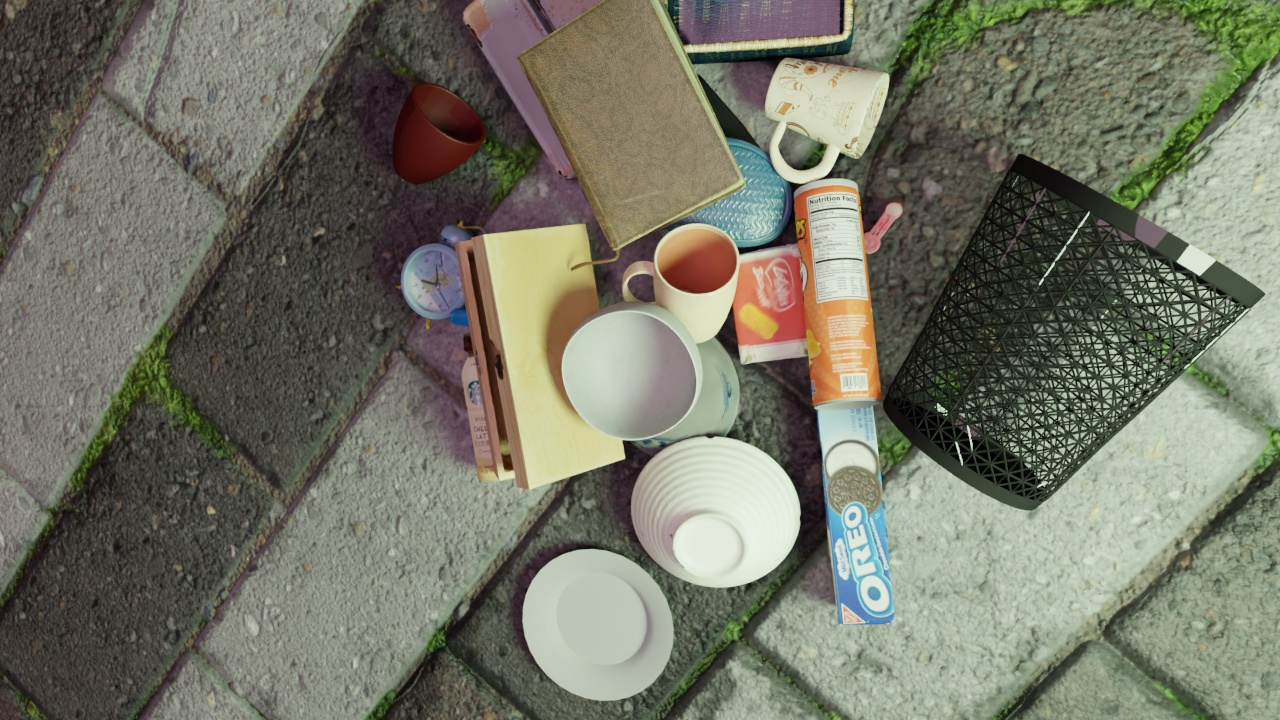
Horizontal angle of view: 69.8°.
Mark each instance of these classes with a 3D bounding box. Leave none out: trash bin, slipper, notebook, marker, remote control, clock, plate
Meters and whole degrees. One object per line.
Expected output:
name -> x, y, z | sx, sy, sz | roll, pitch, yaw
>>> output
trash bin -> 0.349, -0.016, 0.796 | 0.217, 0.216, 0.244 | 34, 110, 8
slipper -> 0.047, -0.176, 0.918 | 0.214, 0.059, 0.104 | 11, 103, 7
notebook -> -0.025, -0.218, 0.876 | 0.190, 0.034, 0.215 | -26, 94, 16
marker -> -0.142, -0.040, 0.983 | 0.123, 0.015, 0.018 | 8, 111, -14
remote control -> 0.085, -0.231, 0.929 | 0.039, 0.010, 0.124 | -35, 87, 15
clock -> -0.204, -0.094, 0.998 | 0.125, 0.051, 0.089 | -37, 85, 15
plate -> -0.046, 0.292, 1.020 | 0.173, 0.019, 0.173 | 2, 97, 14

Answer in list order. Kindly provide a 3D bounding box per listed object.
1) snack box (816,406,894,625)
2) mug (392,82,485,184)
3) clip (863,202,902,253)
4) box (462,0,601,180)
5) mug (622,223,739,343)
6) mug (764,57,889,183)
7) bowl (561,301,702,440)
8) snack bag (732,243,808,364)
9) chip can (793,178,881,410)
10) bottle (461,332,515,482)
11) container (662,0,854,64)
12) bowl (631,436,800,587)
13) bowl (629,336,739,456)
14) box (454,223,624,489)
snack box -> 0.214, 0.147, 0.918 | 0.059, 0.059, 0.226 | -5, 95, 11
mug -> -0.230, -0.242, 0.981 | 0.089, 0.087, 0.114 | -43, 57, 32
clip -> 0.236, -0.129, 0.902 | 0.022, 0.038, 0.059 | 40, 105, 10
box -> -0.069, -0.313, 0.950 | 0.154, 0.058, 0.216 | -32, 88, 17
mug -> 0.038, -0.070, 0.903 | 0.111, 0.104, 0.085 | 1, 59, 2
mug -> 0.167, -0.227, 0.875 | 0.097, 0.081, 0.122 | 23, 93, 18
bowl -> -0.005, 0.005, 0.887 | 0.132, 0.064, 0.132 | 4, 110, 10
snack bag -> 0.131, -0.056, 0.925 | 0.077, 0.036, 0.116 | -8, 95, 15
chip can -> 0.185, -0.061, 0.869 | 0.062, 0.062, 0.210 | -6, 79, 15
bottle -> -0.162, 0.048, 1.001 | 0.056, 0.056, 0.162 | -7, 95, 15
container -> 0.109, -0.364, 0.876 | 0.187, 0.071, 0.145 | 1, 97, 14
bowl -> 0.072, 0.171, 0.929 | 0.177, 0.070, 0.177 | 3, 110, 8
bowl -> 0.027, 0.035, 0.952 | 0.151, 0.056, 0.151 | 2, 98, 14
box -> -0.096, -0.008, 0.928 | 0.140, 0.123, 0.249 | -10, 96, -12
